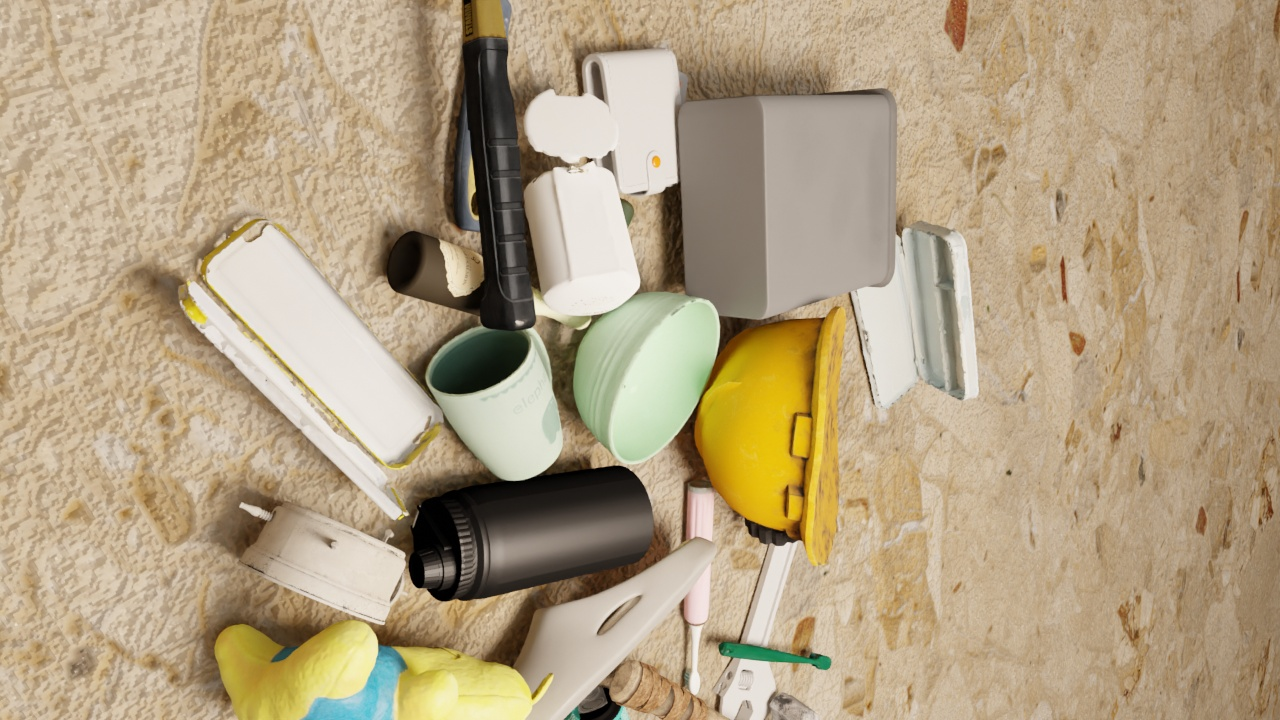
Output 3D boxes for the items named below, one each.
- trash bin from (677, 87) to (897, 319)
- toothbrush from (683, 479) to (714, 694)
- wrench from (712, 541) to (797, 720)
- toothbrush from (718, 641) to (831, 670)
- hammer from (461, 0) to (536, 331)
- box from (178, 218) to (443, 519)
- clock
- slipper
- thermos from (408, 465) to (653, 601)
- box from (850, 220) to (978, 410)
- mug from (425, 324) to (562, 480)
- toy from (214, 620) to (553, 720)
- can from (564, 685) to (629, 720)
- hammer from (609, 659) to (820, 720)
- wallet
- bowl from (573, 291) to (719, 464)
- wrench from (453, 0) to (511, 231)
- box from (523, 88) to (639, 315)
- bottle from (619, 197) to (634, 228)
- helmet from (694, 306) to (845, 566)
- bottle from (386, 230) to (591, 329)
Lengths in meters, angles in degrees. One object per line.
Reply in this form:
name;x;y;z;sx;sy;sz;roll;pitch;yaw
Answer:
trash bin;0.141;-0.148;0.842;0.219;0.098;0.192;-18;110;-46
toothbrush;0.055;0.228;0.912;0.027;0.026;0.223;-3;101;-26
wrench;0.142;0.273;1.001;0.086;0.018;0.273;24;82;-40
toothbrush;0.147;0.318;0.992;0.189;0.017;0.016;23;81;-41
hammer;-0.102;-0.186;0.617;0.025;0.118;0.333;-11;101;-36
box;-0.217;0.012;0.621;0.210;0.057;0.117;57;27;-33
clock;-0.204;0.141;0.640;0.061;0.103;0.157;-67;156;-18
slipper;-0.044;0.232;0.800;0.265;0.080;0.113;-40;166;-23
thermos;-0.093;0.137;0.729;0.198;0.086;0.086;-3;100;-40
box;0.293;-0.038;1.036;0.127;0.106;0.215;-19;113;-11
mug;-0.100;0.026;0.712;0.111;0.084;0.104;-67;147;-42
toy;-0.175;0.240;0.646;0.214;0.149;0.083;36;52;-45
can;-0.031;0.353;0.845;0.054;0.055;0.102;-32;118;-32
hammer;0.071;0.357;0.900;0.318;0.049;0.121;42;77;-42
wallet;0.007;-0.202;0.780;0.115;0.038;0.118;-22;112;-41
bowl;-0.005;0.004;0.770;0.150;0.077;0.151;-42;147;-36
wrench;-0.114;-0.233;0.680;0.073;0.022;0.273;2;97;-40
box;-0.049;-0.123;0.710;0.083;0.092;0.166;-11;77;-9
bottle;-0.033;-0.088;0.763;0.025;0.025;0.105;40;62;-38
helmet;0.118;0.066;0.861;0.204;0.131;0.256;-66;155;-46
bottle;-0.106;-0.052;0.709;0.184;0.045;0.045;16;88;-48
